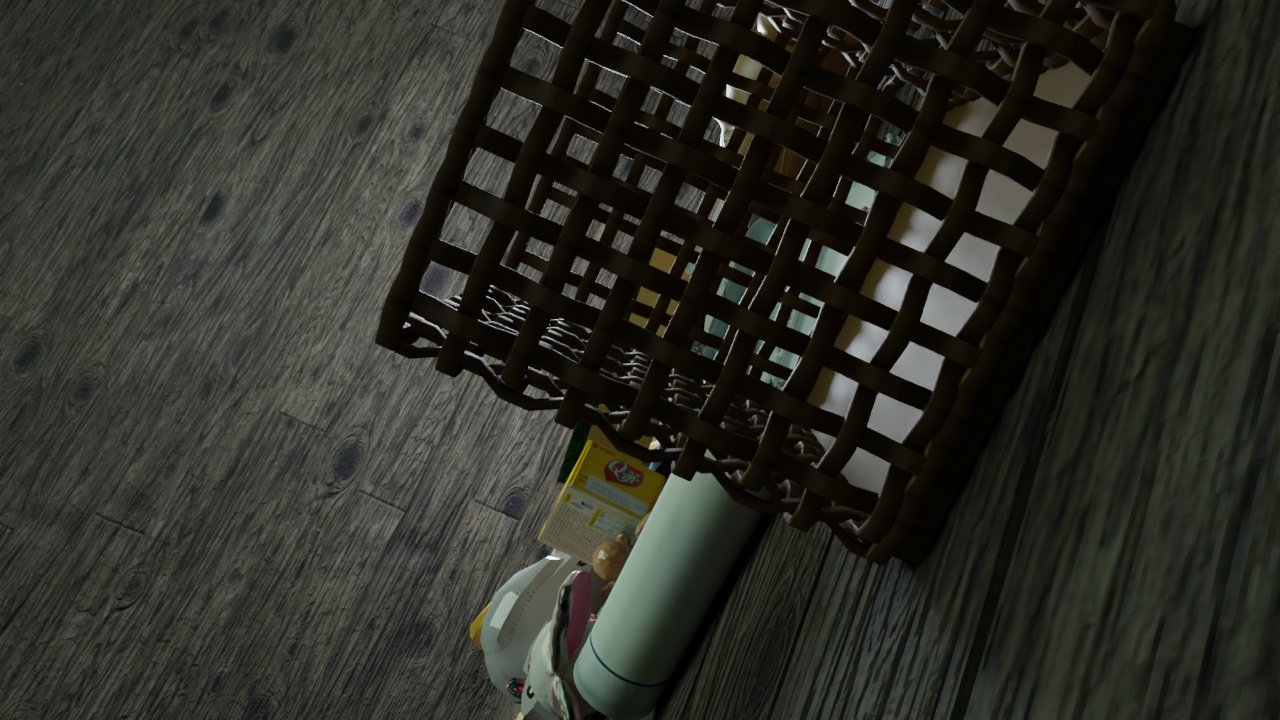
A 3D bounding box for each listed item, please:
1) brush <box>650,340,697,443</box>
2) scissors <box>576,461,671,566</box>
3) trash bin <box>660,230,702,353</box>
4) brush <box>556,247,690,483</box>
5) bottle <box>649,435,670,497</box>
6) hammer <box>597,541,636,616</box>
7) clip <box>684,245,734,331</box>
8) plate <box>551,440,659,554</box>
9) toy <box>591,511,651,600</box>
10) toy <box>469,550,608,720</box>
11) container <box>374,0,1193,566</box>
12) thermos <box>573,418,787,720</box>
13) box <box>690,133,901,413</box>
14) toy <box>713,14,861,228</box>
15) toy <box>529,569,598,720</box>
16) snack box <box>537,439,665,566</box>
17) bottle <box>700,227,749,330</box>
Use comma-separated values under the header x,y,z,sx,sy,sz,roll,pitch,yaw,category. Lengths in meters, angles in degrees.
x,y,z,sx,sy,sz,roll,pitch,yaw,category
0.058,0.007,1.313,0.272,0.056,0.083,-64,-1,17,brush
0.005,0.136,0.947,0.187,0.015,0.147,-40,-13,-39,scissors
0.055,-0.086,1.173,0.156,0.156,0.183,-74,6,-74,trash bin
-0.006,0.006,0.991,0.249,0.075,0.195,-72,2,-56,brush
0.021,0.143,0.999,0.040,0.040,0.129,121,172,-73,bottle
0.039,0.123,0.835,0.130,0.039,0.329,-67,3,-50,hammer
0.099,-0.073,0.887,0.125,0.074,0.143,-62,35,28,clip
-0.032,0.170,1.121,0.187,0.016,0.186,-58,-20,23,plate
-0.006,0.169,0.783,0.106,0.074,0.085,-10,58,66,toy
-0.094,0.296,0.970,0.246,0.141,0.268,-65,14,-18,toy
0.048,-0.078,0.435,0.251,0.214,0.220,-81,15,-81,container
0.025,0.140,0.621,0.067,0.068,0.230,-71,6,-67,thermos
0.119,-0.057,0.693,0.193,0.061,0.209,-26,36,52,box
0.134,-0.229,0.901,0.198,0.162,0.204,-72,-5,-71,toy
-0.051,0.254,0.773,0.194,0.084,0.159,83,-177,-81,toy
-0.038,0.141,0.869,0.106,0.083,0.061,-62,3,46,snack box
0.107,-0.113,1.006,0.059,0.059,0.182,-74,-3,-73,bottle
